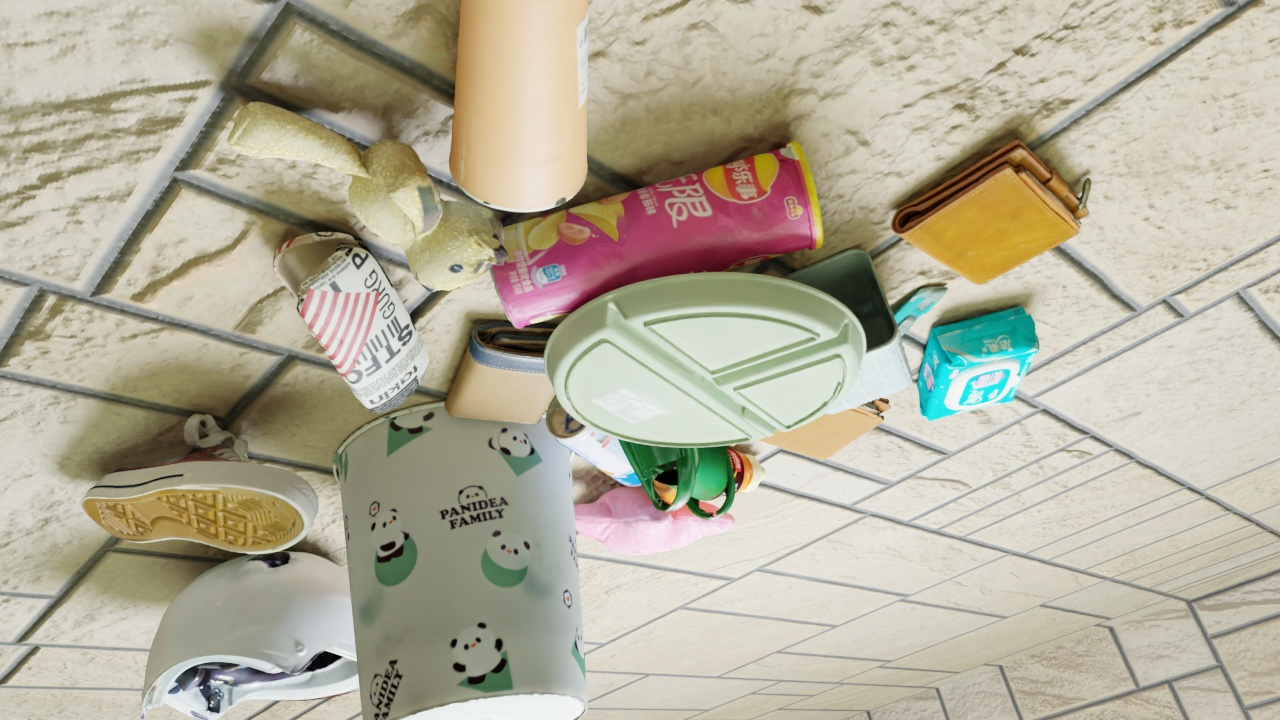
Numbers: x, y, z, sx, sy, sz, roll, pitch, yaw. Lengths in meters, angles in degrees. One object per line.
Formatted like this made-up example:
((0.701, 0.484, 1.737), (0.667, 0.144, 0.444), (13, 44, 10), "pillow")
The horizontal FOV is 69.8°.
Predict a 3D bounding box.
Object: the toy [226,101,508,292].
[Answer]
((-0.148, -0.093, 0.510), (0.157, 0.066, 0.105), (30, 176, -21), "toy")

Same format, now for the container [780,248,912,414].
((0.165, -0.017, 0.749), (0.090, 0.090, 0.111), (-22, 150, 15), "container")

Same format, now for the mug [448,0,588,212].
((-0.061, -0.148, 0.475), (0.078, 0.078, 0.123), (-4, 143, -14), "mug")

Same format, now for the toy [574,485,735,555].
((0.000, 0.174, 1.002), (0.179, 0.074, 0.194), (-6, 168, 33), "toy")

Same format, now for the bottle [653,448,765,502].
((0.077, 0.116, 0.956), (0.149, 0.066, 0.067), (8, 144, -41), "bottle")

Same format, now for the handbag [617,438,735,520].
((0.032, 0.082, 0.821), (0.068, 0.120, 0.131), (-22, 157, 15), "handbag")

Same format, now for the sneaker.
((-0.352, 0.099, 0.753), (0.242, 0.087, 0.118), (-6, 130, 28), "sneaker")

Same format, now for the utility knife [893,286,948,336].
((0.212, -0.012, 0.820), (0.029, 0.013, 0.158), (18, 128, -32), "utility knife")

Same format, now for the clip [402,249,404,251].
((-0.147, -0.075, 0.612), (0.026, 0.038, 0.058), (-15, 150, 8), "clip")

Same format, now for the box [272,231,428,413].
((-0.199, -0.033, 0.641), (0.075, 0.082, 0.164), (-43, 151, -17), "box")

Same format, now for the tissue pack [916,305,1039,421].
((0.318, 0.008, 0.874), (0.093, 0.050, 0.134), (-14, 149, 0), "tissue pack")

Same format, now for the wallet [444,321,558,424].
((-0.106, 0.013, 0.754), (0.090, 0.033, 0.116), (6, 145, -22), "wallet")

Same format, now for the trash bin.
((-0.154, 0.199, 0.821), (0.229, 0.251, 0.230), (-9, 147, -6), "trash bin")

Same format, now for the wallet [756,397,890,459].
((0.172, 0.055, 0.915), (0.131, 0.031, 0.108), (18, 136, -35), "wallet")

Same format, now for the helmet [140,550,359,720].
((-0.389, 0.284, 0.975), (0.229, 0.145, 0.258), (-21, 156, 16), "helmet")

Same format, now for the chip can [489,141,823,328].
((0.009, -0.080, 0.605), (0.210, 0.071, 0.071), (-15, 148, 5), "chip can")

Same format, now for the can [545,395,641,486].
((-0.033, 0.072, 0.850), (0.053, 0.053, 0.134), (-23, 147, 17), "can")

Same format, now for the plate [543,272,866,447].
((0.046, 0.011, 0.654), (0.230, 0.027, 0.231), (-1, 150, -1), "plate")

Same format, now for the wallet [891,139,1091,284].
((0.272, -0.108, 0.689), (0.119, 0.035, 0.130), (-35, 143, 32), "wallet")
